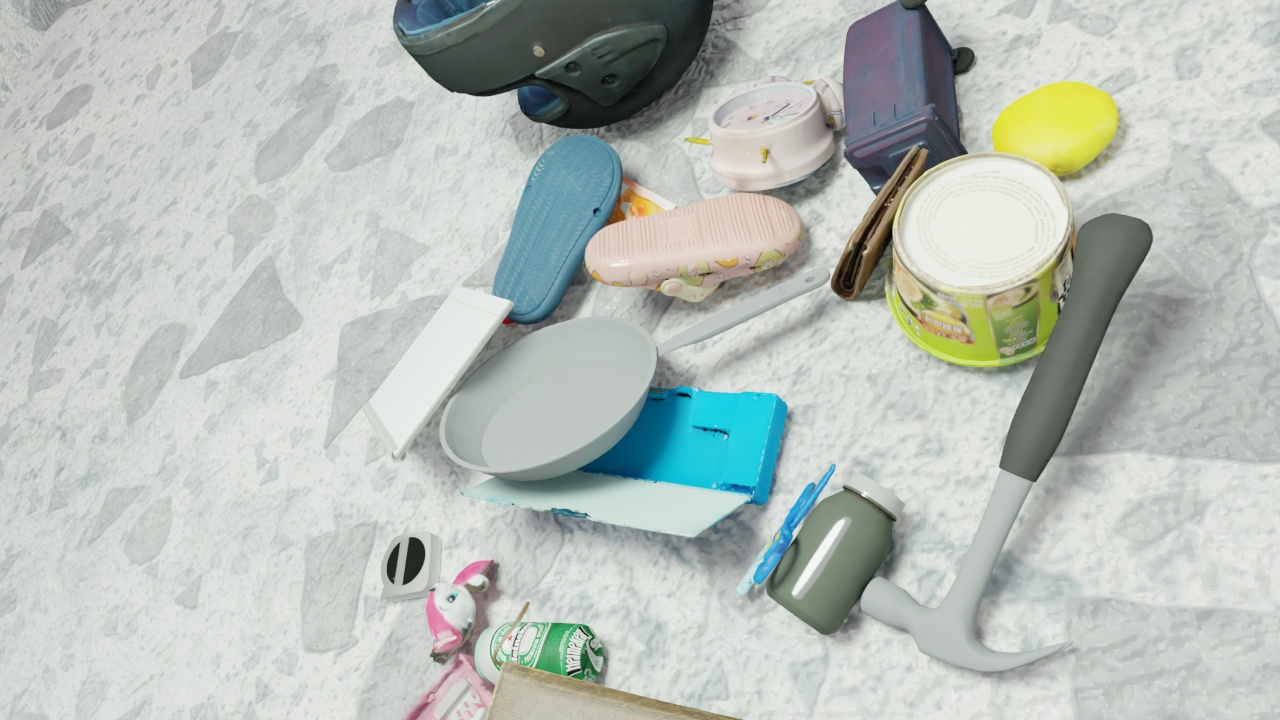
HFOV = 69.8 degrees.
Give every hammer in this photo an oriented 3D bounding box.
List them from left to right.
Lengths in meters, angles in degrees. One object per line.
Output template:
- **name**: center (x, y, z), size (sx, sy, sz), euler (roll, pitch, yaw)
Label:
- **hammer**: center (0.256, 0.055, 0.593), size (0.125, 0.029, 0.311), euler (25, 95, 38)

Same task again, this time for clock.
- **clock**: center (0.131, -0.222, 0.862), size (0.157, 0.059, 0.117), euler (-40, 41, -26)

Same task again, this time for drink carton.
- **drink carton**: center (-0.023, -0.160, 0.965), size (0.122, 0.039, 0.069), euler (35, 85, 36)

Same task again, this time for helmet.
- **helmet**: center (-0.071, -0.365, 0.981), size (0.317, 0.236, 0.248), euler (-30, 50, 17)

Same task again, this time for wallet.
- **wallet**: center (0.191, -0.107, 0.736), size (0.027, 0.121, 0.098), euler (32, 82, 13)

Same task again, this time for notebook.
- **notebook**: center (-0.214, 0.003, 0.937), size (0.177, 0.013, 0.246), euler (-54, 23, -7)
- **notebook**: center (-0.019, 0.287, 0.647), size (0.216, 0.034, 0.189), euler (7, 62, 18)

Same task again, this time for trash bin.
- **trash bin**: center (0.231, -0.228, 0.794), size (0.092, 0.093, 0.160), euler (-18, 52, 36)

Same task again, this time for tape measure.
- **tape measure**: center (-0.223, 0.200, 0.887), size (0.064, 0.017, 0.064), euler (-16, 55, 25)

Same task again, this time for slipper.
- **slipper**: center (-0.080, -0.133, 0.943), size (0.104, 0.059, 0.213), euler (18, 80, 25)
- **slipper**: center (0.050, -0.090, 0.835), size (0.197, 0.082, 0.093), euler (-10, 42, 0)

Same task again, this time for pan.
- **pan**: center (-0.005, 0.005, 0.784), size (0.357, 0.051, 0.200), euler (-20, 33, 7)

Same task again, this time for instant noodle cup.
- **instant noodle cup**: center (0.251, -0.077, 0.671), size (0.146, 0.098, 0.146), euler (-10, 61, 17)

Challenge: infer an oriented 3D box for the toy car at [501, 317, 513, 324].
- **toy car**: center (-0.120, -0.078, 0.981), size (0.089, 0.025, 0.038), euler (-46, 55, 5)

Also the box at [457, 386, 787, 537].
- **box**: center (-0.011, 0.091, 0.779), size (0.244, 0.071, 0.169), euler (3, 41, 35)

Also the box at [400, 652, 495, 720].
- **box**: center (-0.137, 0.367, 0.714), size (0.179, 0.039, 0.233), euler (-47, 48, -5)

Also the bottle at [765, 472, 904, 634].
- **bottle**: center (0.140, 0.136, 0.654), size (0.060, 0.060, 0.108), euler (30, 82, 41)

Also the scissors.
- **scissors**: center (0.105, 0.131, 0.679), size (0.015, 0.127, 0.125), euler (38, 42, 7)

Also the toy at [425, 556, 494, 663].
- **toy**: center (-0.168, 0.215, 0.816), size (0.066, 0.050, 0.102), euler (-35, 27, 57)

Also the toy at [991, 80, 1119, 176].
- **toy**: center (0.331, -0.187, 0.737), size (0.096, 0.041, 0.094), euler (11, 65, 38)

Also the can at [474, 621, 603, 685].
- **can**: center (-0.082, 0.240, 0.744), size (0.101, 0.053, 0.053), euler (-8, 59, 29)
